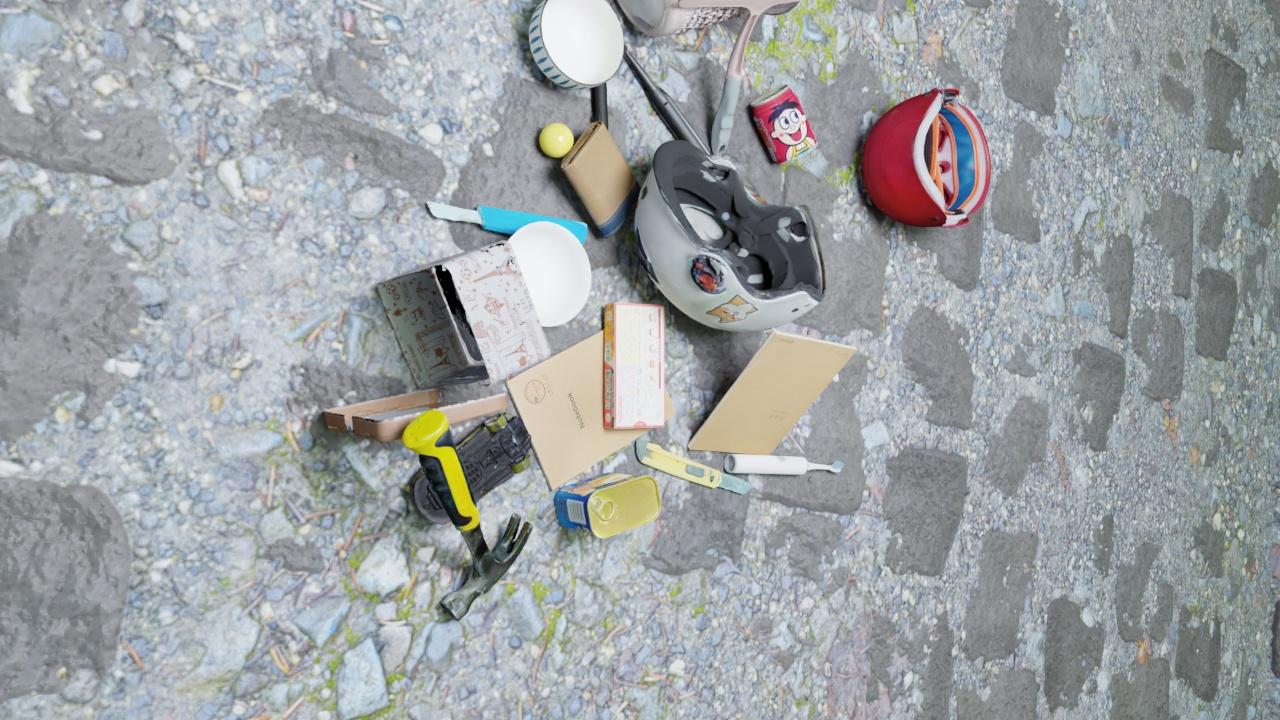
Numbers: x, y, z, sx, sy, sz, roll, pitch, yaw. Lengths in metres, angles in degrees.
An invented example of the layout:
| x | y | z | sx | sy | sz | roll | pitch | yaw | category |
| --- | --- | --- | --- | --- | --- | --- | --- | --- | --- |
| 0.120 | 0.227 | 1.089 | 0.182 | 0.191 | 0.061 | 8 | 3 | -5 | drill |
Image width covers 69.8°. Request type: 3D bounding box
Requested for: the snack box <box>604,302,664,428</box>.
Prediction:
| x | y | z | sx | sy | sz | roll | pitch | yaw | category |
| --- | --- | --- | --- | --- | --- | --- | --- | --- | --- |
| -0.007 | 0.007 | 1.150 | 0.077 | 0.027 | 0.155 | 1 | 89 | -35 | snack box |

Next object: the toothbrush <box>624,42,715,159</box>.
| x | y | z | sx | sy | sz | roll | pitch | yaw | category |
| --- | --- | --- | --- | --- | --- | --- | --- | --- | --- |
| 0.029 | -0.335 | 1.192 | 0.212 | 0.026 | 0.027 | 49 | 25 | -24 | toothbrush |

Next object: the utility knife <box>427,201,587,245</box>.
| x | y | z | sx | sy | sz | roll | pitch | yaw | category |
| --- | --- | --- | --- | --- | --- | --- | --- | --- | --- |
| -0.151 | -0.161 | 1.068 | 0.204 | 0.018 | 0.034 | 6 | 74 | -35 | utility knife |

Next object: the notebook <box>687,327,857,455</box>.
| x | y | z | sx | sy | sz | roll | pitch | yaw | category |
| --- | --- | --- | --- | --- | --- | --- | --- | --- | --- |
| 0.173 | 0.049 | 1.210 | 0.149 | 0.012 | 0.212 | 9 | 128 | -35 | notebook |

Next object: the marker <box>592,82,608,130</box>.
| x | y | z | sx | sy | sz | roll | pitch | yaw | category |
| --- | --- | --- | --- | --- | --- | --- | --- | --- | --- |
| -0.052 | -0.337 | 1.140 | 0.022 | 0.020 | 0.132 | -5 | 93 | -55 | marker |

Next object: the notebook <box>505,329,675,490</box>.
| x | y | z | sx | sy | sz | roll | pitch | yaw | category |
| --- | --- | --- | --- | --- | --- | --- | --- | --- | --- |
| -0.055 | 0.048 | 1.138 | 0.207 | 0.008 | 0.148 | -29 | 105 | -32 | notebook |

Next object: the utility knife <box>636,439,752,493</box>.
| x | y | z | sx | sy | sz | roll | pitch | yaw | category |
| --- | --- | --- | --- | --- | --- | --- | --- | --- | --- |
| 0.072 | 0.147 | 1.225 | 0.206 | 0.021 | 0.031 | 24 | 82 | -37 | utility knife |

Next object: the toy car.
| x | y | z | sx | sy | sz | roll | pitch | yaw | category |
| --- | --- | --- | --- | --- | --- | --- | --- | --- | --- |
| -0.187 | 0.118 | 1.023 | 0.157 | 0.042 | 0.070 | -36 | 109 | -31 | toy car |

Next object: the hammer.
| x | y | z | sx | sy | sz | roll | pitch | yaw | category |
| --- | --- | --- | --- | --- | --- | --- | --- | --- | --- |
| -0.176 | 0.150 | 0.921 | 0.125 | 0.032 | 0.324 | -44 | 152 | -26 | hammer |

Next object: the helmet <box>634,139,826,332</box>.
| x | y | z | sx | sy | sz | roll | pitch | yaw | category |
| --- | --- | --- | --- | --- | --- | --- | --- | --- | --- |
| 0.095 | -0.135 | 1.150 | 0.274 | 0.157 | 0.229 | 26 | 41 | -19 | helmet |

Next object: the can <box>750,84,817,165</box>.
| x | y | z | sx | sy | sz | roll | pitch | yaw | category |
| --- | --- | --- | --- | --- | --- | --- | --- | --- | --- |
| 0.200 | -0.331 | 1.288 | 0.066 | 0.067 | 0.094 | -40 | 110 | -29 | can |

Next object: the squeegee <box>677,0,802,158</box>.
| x | y | z | sx | sy | sz | roll | pitch | yaw | category |
| --- | --- | --- | --- | --- | --- | --- | --- | --- | --- |
| 0.124 | -0.368 | 1.176 | 0.247 | 0.250 | 0.040 | -15 | 53 | -26 | squeegee |

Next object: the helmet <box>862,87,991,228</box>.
| x | y | z | sx | sy | sz | roll | pitch | yaw | category |
| --- | --- | --- | --- | --- | --- | --- | --- | --- | --- |
| 0.429 | -0.301 | 1.406 | 0.239 | 0.144 | 0.207 | -11 | 96 | -49 | helmet |

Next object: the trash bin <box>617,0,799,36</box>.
| x | y | z | sx | sy | sz | roll | pitch | yaw | category |
| --- | --- | --- | --- | --- | --- | --- | --- | --- | --- |
| 0.070 | -0.504 | 1.127 | 0.191 | 0.228 | 0.227 | -31 | 107 | -18 | trash bin |

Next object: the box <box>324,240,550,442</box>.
| x | y | z | sx | sy | sz | roll | pitch | yaw | category |
| --- | --- | --- | --- | --- | --- | --- | --- | --- | --- |
| -0.225 | -0.009 | 0.918 | 0.193 | 0.183 | 0.157 | -26 | 103 | -36 | box |

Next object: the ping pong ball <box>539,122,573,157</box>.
| x | y | z | sx | sy | sz | roll | pitch | yaw | category |
| --- | --- | --- | --- | --- | --- | --- | --- | --- | --- |
| -0.100 | -0.262 | 1.092 | 0.040 | 0.040 | 0.040 | 1 | 89 | -35 | ping pong ball |

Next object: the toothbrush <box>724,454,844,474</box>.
| x | y | z | sx | sy | sz | roll | pitch | yaw | category |
| --- | --- | --- | --- | --- | --- | --- | --- | --- | --- |
| 0.211 | 0.150 | 1.311 | 0.220 | 0.026 | 0.026 | 7 | 41 | -35 | toothbrush |

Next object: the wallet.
| x | y | z | sx | sy | sz | roll | pitch | yaw | category |
| --- | --- | --- | --- | --- | --- | --- | --- | --- | --- |
| -0.046 | -0.219 | 1.115 | 0.090 | 0.033 | 0.115 | -58 | 136 | -26 | wallet |

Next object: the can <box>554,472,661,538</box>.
| x | y | z | sx | sy | sz | roll | pitch | yaw | category |
| --- | --- | --- | --- | --- | --- | --- | --- | --- | --- |
| -0.040 | 0.171 | 1.100 | 0.101 | 0.083 | 0.057 | -13 | 96 | -34 | can |

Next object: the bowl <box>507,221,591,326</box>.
| x | y | z | sx | sy | sz | roll | pitch | yaw | category |
| --- | --- | --- | --- | --- | --- | --- | --- | --- | --- |
| -0.123 | -0.096 | 1.058 | 0.118 | 0.065 | 0.118 | 1 | 88 | -36 | bowl |

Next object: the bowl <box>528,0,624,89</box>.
| x | y | z | sx | sy | sz | roll | pitch | yaw | category |
| --- | --- | --- | --- | --- | --- | --- | --- | --- | --- |
| -0.084 | -0.377 | 1.089 | 0.116 | 0.066 | 0.116 | 0 | 90 | -36 | bowl |
